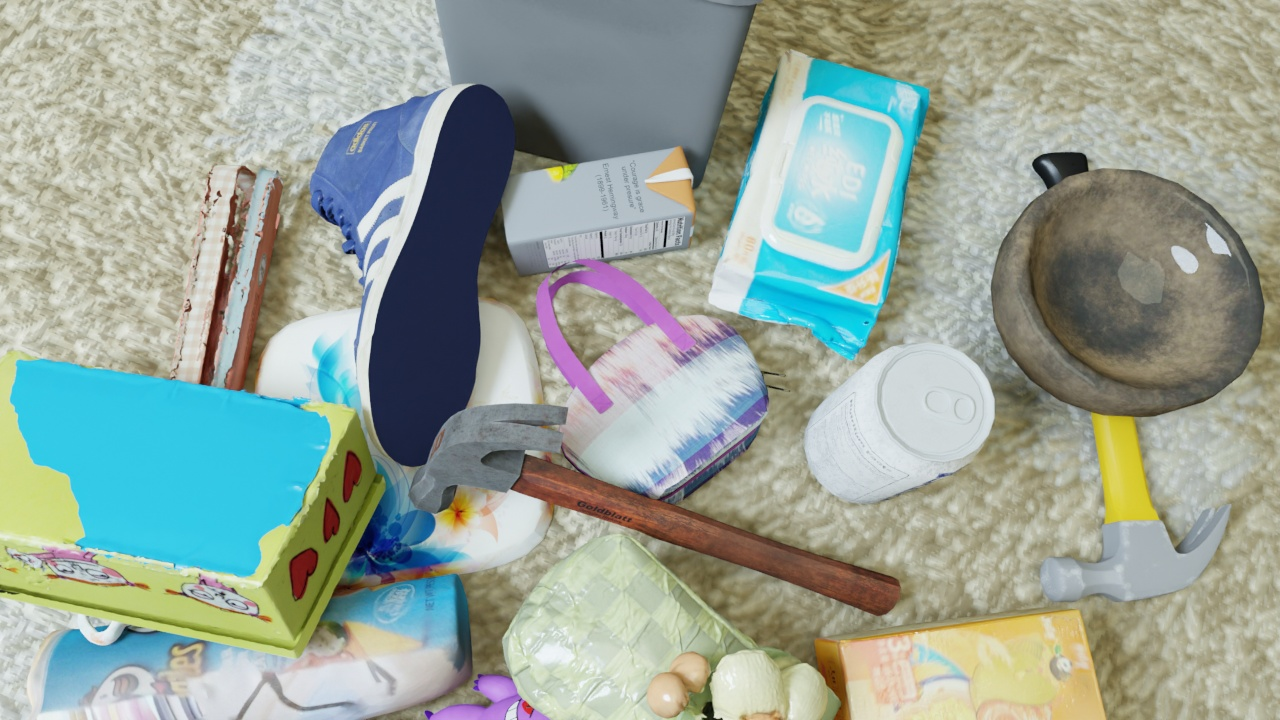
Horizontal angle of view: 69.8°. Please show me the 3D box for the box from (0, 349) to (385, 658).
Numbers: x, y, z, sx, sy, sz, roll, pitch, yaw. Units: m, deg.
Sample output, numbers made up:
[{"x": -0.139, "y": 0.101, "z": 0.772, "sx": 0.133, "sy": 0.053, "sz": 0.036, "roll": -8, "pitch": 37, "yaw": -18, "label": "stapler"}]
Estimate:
[{"x": -0.269, "y": 0.076, "z": 0.505, "sx": 0.221, "sy": 0.082, "sz": 0.124, "roll": 9, "pitch": 47, "yaw": 5, "label": "box"}]

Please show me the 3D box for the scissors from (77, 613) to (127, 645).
[{"x": -0.275, "y": 0.114, "z": 0.536, "sx": 0.125, "sy": 0.011, "sz": 0.129, "roll": 13, "pitch": 39, "yaw": 7, "label": "scissors"}]

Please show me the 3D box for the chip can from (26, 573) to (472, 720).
[{"x": -0.214, "y": 0.176, "z": 0.524, "sx": 0.229, "sy": 0.080, "sz": 0.079, "roll": -7, "pitch": 75, "yaw": -6, "label": "chip can"}]

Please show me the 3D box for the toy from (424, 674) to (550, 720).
[{"x": -0.069, "y": 0.225, "z": 0.530, "sx": 0.088, "sy": 0.056, "sz": 0.106, "roll": -25, "pitch": 48, "yaw": -9, "label": "toy"}]

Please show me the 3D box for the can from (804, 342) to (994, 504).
[{"x": 0.153, "y": 0.041, "z": 0.557, "sx": 0.078, "sy": 0.136, "sz": 0.078, "roll": 1, "pitch": 74, "yaw": -4, "label": "can"}]

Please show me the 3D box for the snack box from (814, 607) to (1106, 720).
[{"x": 0.189, "y": 0.250, "z": 0.529, "sx": 0.145, "sy": 0.081, "sz": 0.195, "roll": -6, "pitch": 76, "yaw": -5, "label": "snack box"}]

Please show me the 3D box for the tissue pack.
[{"x": 0.125, "y": -0.111, "z": 0.638, "sx": 0.117, "sy": 0.066, "sz": 0.209, "roll": 17, "pitch": 76, "yaw": 1, "label": "tissue pack"}]

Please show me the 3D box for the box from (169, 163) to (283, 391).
[{"x": -0.275, "y": -0.041, "z": 0.597, "sx": 0.057, "sy": 0.060, "sz": 0.186, "roll": 18, "pitch": 68, "yaw": -40, "label": "box"}]

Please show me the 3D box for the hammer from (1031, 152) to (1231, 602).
[{"x": 0.322, "y": 0.001, "z": 0.640, "sx": 0.127, "sy": 0.029, "sz": 0.323, "roll": 0, "pitch": 73, "yaw": -5, "label": "hammer"}]

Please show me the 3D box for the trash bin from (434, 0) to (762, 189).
[{"x": -0.027, "y": -0.213, "z": 0.572, "sx": 0.192, "sy": 0.220, "sz": 0.097, "roll": 14, "pitch": 73, "yaw": -1, "label": "trash bin"}]

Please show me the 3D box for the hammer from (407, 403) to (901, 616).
[{"x": 0.022, "y": 0.098, "z": 0.542, "sx": 0.300, "sy": 0.111, "sz": 0.028, "roll": 21, "pitch": 50, "yaw": -15, "label": "hammer"}]

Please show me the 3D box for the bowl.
[{"x": 0.306, "y": -0.038, "z": 0.600, "sx": 0.162, "sy": 0.070, "sz": 0.162, "roll": 1, "pitch": 72, "yaw": -4, "label": "bowl"}]

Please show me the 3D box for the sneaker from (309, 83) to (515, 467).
[{"x": -0.164, "y": -0.059, "z": 0.577, "sx": 0.119, "sy": 0.091, "sz": 0.233, "roll": 9, "pitch": 87, "yaw": 34, "label": "sneaker"}]

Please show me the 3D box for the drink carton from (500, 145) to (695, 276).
[{"x": -0.028, "y": -0.099, "z": 0.618, "sx": 0.125, "sy": 0.076, "sz": 0.048, "roll": -10, "pitch": 75, "yaw": -3, "label": "drink carton"}]

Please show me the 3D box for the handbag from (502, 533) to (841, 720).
[{"x": 0.019, "y": 0.177, "z": 0.486, "sx": 0.186, "sy": 0.117, "sz": 0.113, "roll": 38, "pitch": 68, "yaw": 2, "label": "handbag"}]

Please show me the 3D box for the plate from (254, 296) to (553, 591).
[{"x": -0.154, "y": 0.048, "z": 0.594, "sx": 0.187, "sy": 0.016, "sz": 0.186, "roll": -8, "pitch": 75, "yaw": -7, "label": "plate"}]

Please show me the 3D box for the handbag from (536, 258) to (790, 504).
[{"x": -0.004, "y": 0.004, "z": 0.601, "sx": 0.144, "sy": 0.068, "sz": 0.170, "roll": -36, "pitch": 73, "yaw": -12, "label": "handbag"}]
